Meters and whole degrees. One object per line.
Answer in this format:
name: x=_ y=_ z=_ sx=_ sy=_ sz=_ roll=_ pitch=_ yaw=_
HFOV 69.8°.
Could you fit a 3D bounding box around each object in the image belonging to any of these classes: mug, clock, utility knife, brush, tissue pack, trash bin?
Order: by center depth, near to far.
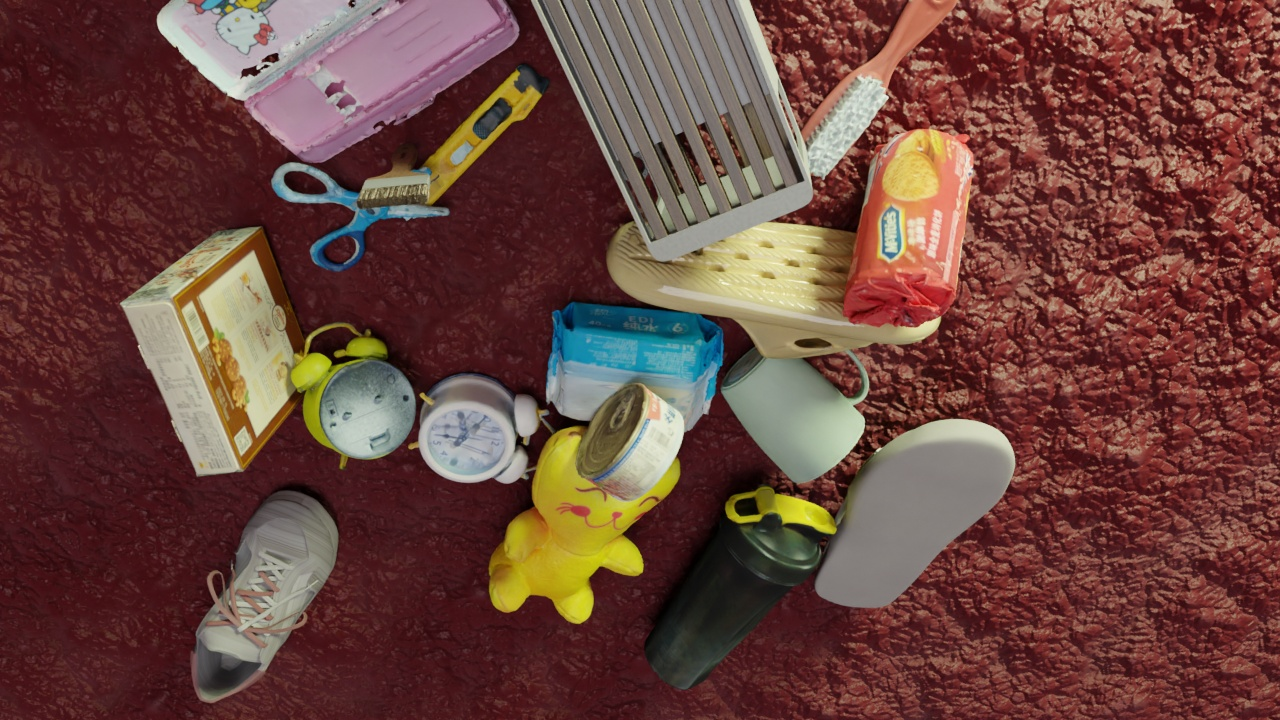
trash bin: x=0.021 y=-0.204 z=0.616 sx=0.115 sy=0.114 sz=0.229 roll=-20 pitch=111 yaw=17
brush: x=-0.170 y=-0.134 z=0.648 sx=0.045 sy=0.143 sz=0.008 roll=-7 pitch=118 yaw=-7
brush: x=0.175 y=-0.208 z=0.681 sx=0.041 sy=0.030 sz=0.173 roll=31 pitch=111 yaw=-16
utility knife: x=-0.132 y=-0.165 z=0.706 sx=0.159 sy=0.017 sz=0.030 roll=-40 pitch=102 yaw=20
clock: x=-0.238 y=0.027 z=0.761 sx=0.083 sy=0.057 sz=0.119 roll=-25 pitch=106 yaw=-36
tissue pack: x=-0.005 y=0.004 z=0.766 sx=0.144 sy=0.061 sz=0.093 roll=6 pitch=121 yaw=-2
mug: x=0.135 y=0.029 z=0.771 sx=0.111 sy=0.084 sz=0.104 roll=-42 pitch=100 yaw=12
clock: x=-0.135 y=0.063 z=0.800 sx=0.125 sy=0.052 sz=0.089 roll=12 pitch=115 yaw=-11

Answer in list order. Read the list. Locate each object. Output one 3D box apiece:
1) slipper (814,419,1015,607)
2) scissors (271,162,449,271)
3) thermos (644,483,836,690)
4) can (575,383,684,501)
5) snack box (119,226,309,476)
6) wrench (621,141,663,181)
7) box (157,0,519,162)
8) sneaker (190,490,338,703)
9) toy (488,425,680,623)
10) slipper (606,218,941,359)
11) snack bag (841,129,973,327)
slipper: x=0.235 y=0.127 z=0.834 sx=0.113 sy=0.080 sz=0.267 roll=15 pitch=133 yaw=-2
scissors: x=-0.214 y=-0.110 z=0.723 sx=0.140 sy=0.013 sz=0.118 roll=2 pitch=130 yaw=-6
thermos: x=0.083 y=0.212 z=0.858 sx=0.098 sy=0.098 sz=0.221 roll=25 pitch=118 yaw=-13
can: x=-0.009 y=0.064 z=0.715 sx=0.043 sy=0.086 sz=0.086 roll=36 pitch=110 yaw=-21
snack box: x=-0.314 y=-0.011 z=0.705 sx=0.041 sy=0.146 sz=0.143 roll=-6 pitch=118 yaw=8
wrench: x=0.055 y=-0.249 z=0.666 sx=0.073 sy=0.018 sz=0.274 roll=26 pitch=115 yaw=-13
box: x=-0.202 y=-0.228 z=0.623 sx=0.201 sy=0.037 sz=0.153 roll=-25 pitch=137 yaw=17
sneaker: x=-0.358 y=0.231 z=0.856 sx=0.099 sy=0.089 sz=0.237 roll=24 pitch=114 yaw=-13
toy: x=-0.054 y=0.141 z=0.820 sx=0.134 sy=0.087 sz=0.194 roll=15 pitch=118 yaw=-28
slipper: x=0.100 y=-0.054 z=0.727 sx=0.261 sy=0.111 sz=0.079 roll=8 pitch=141 yaw=-4
snack bag: x=0.195 y=-0.093 z=0.668 sx=0.082 sy=0.176 sz=0.082 roll=14 pitch=150 yaw=8
